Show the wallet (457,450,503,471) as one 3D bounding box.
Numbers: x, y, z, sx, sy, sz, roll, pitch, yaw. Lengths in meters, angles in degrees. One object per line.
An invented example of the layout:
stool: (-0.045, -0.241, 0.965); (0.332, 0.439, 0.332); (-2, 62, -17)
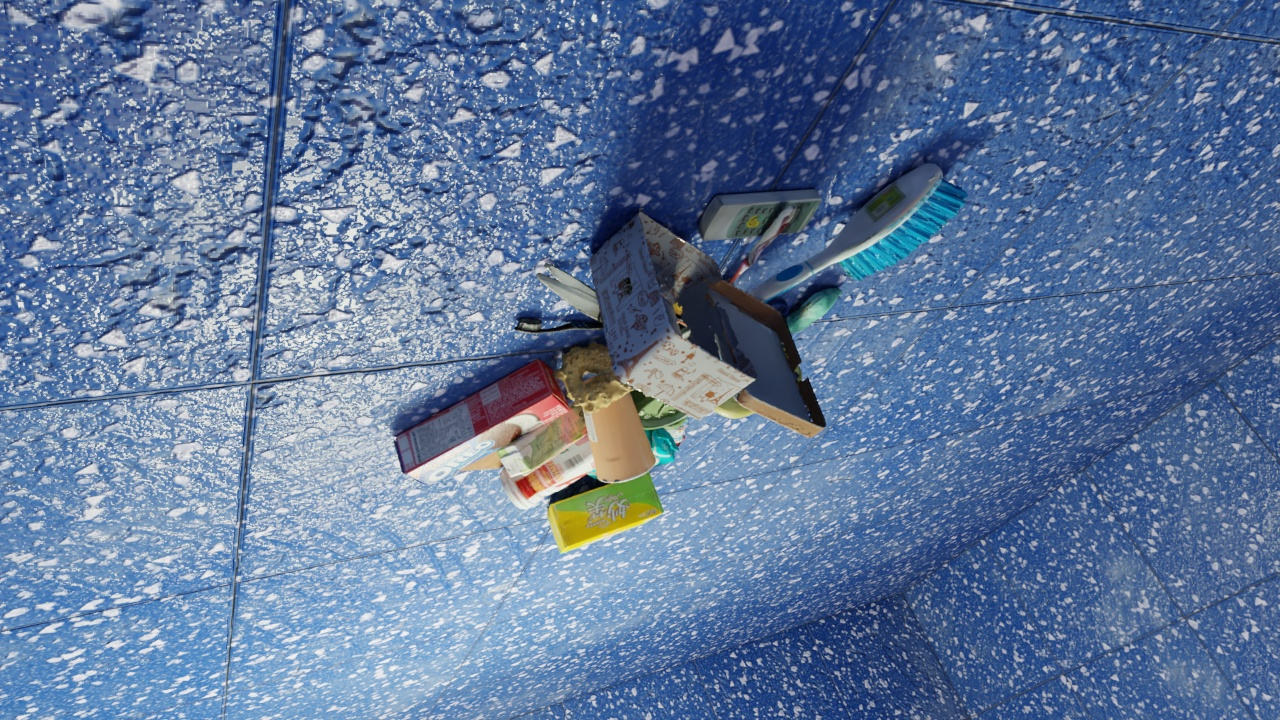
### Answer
wallet: (-0.196, 0.113, 1.203); (0.101, 0.020, 0.116); (5, 144, -45)

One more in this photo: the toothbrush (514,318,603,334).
toothbrush: (-0.059, -0.040, 1.045); (0.189, 0.014, 0.016); (-2, 122, -37)

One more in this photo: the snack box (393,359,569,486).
snack box: (-0.191, 0.076, 1.098); (0.207, 0.058, 0.057); (-28, 150, 7)

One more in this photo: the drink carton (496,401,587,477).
drink carton: (-0.117, 0.099, 1.153); (0.122, 0.045, 0.054); (-34, -173, -41)

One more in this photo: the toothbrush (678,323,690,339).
toothbrush: (-0.007, 0.007, 1.152); (0.213, 0.027, 0.026); (-36, 180, 28)

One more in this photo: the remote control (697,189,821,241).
remote control: (0.127, -0.155, 0.981); (0.135, 0.019, 0.056); (-9, 149, -28)

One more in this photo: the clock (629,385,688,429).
clock: (0.039, 0.044, 1.225); (0.116, 0.056, 0.161); (-39, 149, 29)

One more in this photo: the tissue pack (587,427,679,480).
tissue pack: (-0.016, 0.131, 1.322); (0.134, 0.050, 0.093); (-20, 156, 17)

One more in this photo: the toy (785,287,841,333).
toy: (0.214, -0.059, 1.201); (0.096, 0.030, 0.092); (-21, 161, -50)

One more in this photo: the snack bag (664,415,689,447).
snack bag: (0.052, 0.099, 1.366); (0.045, 0.026, 0.105); (-10, 147, -11)

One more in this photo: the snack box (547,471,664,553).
snack box: (-0.059, 0.238, 1.418); (0.157, 0.070, 0.210); (-18, 169, -11)

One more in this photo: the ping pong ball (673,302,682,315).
ping pong ball: (0.041, -0.068, 1.045); (0.040, 0.040, 0.040); (-19, 152, -10)

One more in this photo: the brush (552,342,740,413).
brush: (0.024, 0.004, 1.091); (0.254, 0.083, 0.046); (-11, 162, -6)

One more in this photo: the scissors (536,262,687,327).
scissors: (-0.032, -0.030, 0.996); (0.234, 0.021, 0.149); (8, 117, -30)

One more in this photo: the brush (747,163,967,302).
brush: (0.228, -0.120, 1.073); (0.315, 0.060, 0.109); (-40, 143, 18)

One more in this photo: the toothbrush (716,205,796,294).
toothbrush: (0.126, -0.112, 1.023); (0.016, 0.017, 0.188); (-9, 156, -29)

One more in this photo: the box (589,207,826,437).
box: (0.078, -0.023, 0.948); (0.259, 0.176, 0.082); (25, 127, -37)

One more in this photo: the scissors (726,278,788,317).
scissors: (0.119, -0.056, 1.161); (0.162, 0.012, 0.175); (-11, 149, -21)

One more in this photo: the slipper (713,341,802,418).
slipper: (0.154, 0.014, 1.199); (0.190, 0.091, 0.082); (-24, 146, -46)

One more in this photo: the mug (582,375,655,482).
mug: (-0.034, 0.081, 1.146); (0.078, 0.078, 0.123); (-19, 108, -9)

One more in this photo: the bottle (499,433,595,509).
bottle: (-0.097, 0.130, 1.265); (0.197, 0.068, 0.068); (-32, 152, 7)
